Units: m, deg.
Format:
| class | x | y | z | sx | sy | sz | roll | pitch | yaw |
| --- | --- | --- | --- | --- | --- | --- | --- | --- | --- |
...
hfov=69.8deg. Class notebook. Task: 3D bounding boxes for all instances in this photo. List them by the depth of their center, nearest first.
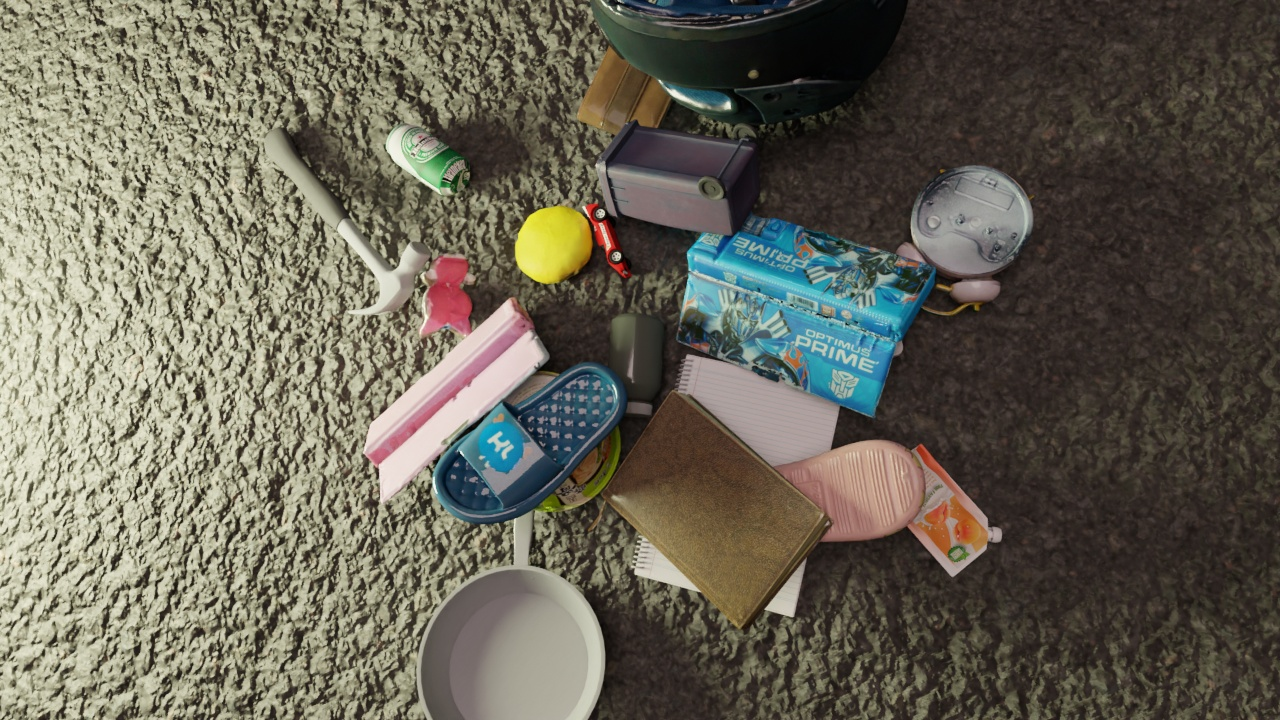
| class | x | y | z | sx | sy | sz | roll | pitch | yaw |
| --- | --- | --- | --- | --- | --- | --- | --- | --- | --- |
| notebook | 0.059 | 0.162 | 0.937 | 0.215 | 0.034 | 0.190 | 41 | 103 | 29 |
| notebook | 0.103 | 0.129 | 0.983 | 0.178 | 0.013 | 0.245 | 12 | 83 | 12 |

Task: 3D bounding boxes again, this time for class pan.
| class | x | y | z | sx | sy | sz | roll | pitch | yaw |
| --- | --- | --- | --- | --- | --- | --- | --- | --- | --- |
| pan | -0.130 | 0.246 | 0.992 | 0.201 | 0.051 | 0.355 | -1 | 66 | 9 |

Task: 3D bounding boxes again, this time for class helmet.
| class | x | y | z | sx | sy | sz | roll | pitch | yaw |
| --- | --- | --- | --- | --- | --- | --- | --- | --- | --- |
| helmet | 0.111 | -0.360 | 0.945 | 0.316 | 0.236 | 0.248 | -14 | 74 | 1 |

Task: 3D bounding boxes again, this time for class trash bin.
| class | x | y | z | sx | sy | sz | roll | pitch | yaw |
| --- | --- | --- | --- | --- | --- | --- | --- | --- | --- |
| trash bin | 0.039 | -0.199 | 0.989 | 0.161 | 0.092 | 0.093 | 15 | 56 | 25 |

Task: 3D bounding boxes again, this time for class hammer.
| class | x | y | z | sx | sy | sz | roll | pitch | yaw |
| --- | --- | --- | --- | --- | --- | --- | --- | --- | --- |
| hammer | -0.374 | -0.176 | 1.116 | 0.311 | 0.029 | 0.125 | 46 | 114 | 21 |

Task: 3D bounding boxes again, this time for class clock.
| class | x | y | z | sx | sy | sz | roll | pitch | yaw |
| --- | --- | --- | --- | --- | --- | --- | --- | --- | --- |
| clock | 0.333 | -0.121 | 0.953 | 0.117 | 0.059 | 0.158 | 24 | 86 | 16 |

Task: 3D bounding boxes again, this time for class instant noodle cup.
| class | x | y | z | sx | sy | sz | roll | pitch | yaw |
| --- | --- | --- | --- | --- | --- | --- | --- | --- | --- |
| instant noodle cup | -0.099 | 0.082 | 0.977 | 0.146 | 0.098 | 0.146 | -3 | 69 | 7 |

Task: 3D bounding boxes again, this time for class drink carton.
| class | x | y | z | sx | sy | sz | roll | pitch | yaw |
| --- | --- | --- | --- | --- | --- | --- | --- | --- | --- |
| drink carton | 0.301 | 0.152 | 0.929 | 0.069 | 0.039 | 0.122 | -41 | 81 | 3 |

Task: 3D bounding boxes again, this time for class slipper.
| class | x | y | z | sx | sy | sz | roll | pitch | yaw |
| --- | --- | --- | --- | --- | --- | --- | --- | --- | --- |
| slipper | -0.105 | 0.079 | 0.894 | 0.213 | 0.059 | 0.104 | -36 | 71 | -8 |
| slipper | 0.195 | 0.138 | 0.926 | 0.198 | 0.081 | 0.093 | -18 | 77 | 30 |

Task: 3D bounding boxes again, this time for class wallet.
| class | x | y | z | sx | sy | sz | roll | pitch | yaw |
| --- | --- | --- | --- | --- | --- | --- | --- | --- | --- |
| wallet | -0.008 | -0.319 | 1.078 | 0.099 | 0.027 | 0.121 | 24 | 85 | 12 |

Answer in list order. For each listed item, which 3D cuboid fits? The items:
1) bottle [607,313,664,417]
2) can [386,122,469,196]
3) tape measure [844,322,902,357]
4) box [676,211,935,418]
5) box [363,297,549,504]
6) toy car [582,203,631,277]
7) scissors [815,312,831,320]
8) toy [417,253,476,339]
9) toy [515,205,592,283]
| class | x | y | z | sx | sy | sz | roll | pitch | yaw |
| --- | --- | --- | --- | --- | --- | --- | --- | --- | --- |
| bottle | -0.006 | 0.006 | 1.002 | 0.060 | 0.060 | 0.108 | 2 | 81 | 12 |
| can | -0.253 | -0.241 | 1.101 | 0.101 | 0.053 | 0.053 | 36 | 89 | 15 |
| tape measure | 0.239 | -0.028 | 0.968 | 0.064 | 0.016 | 0.065 | -13 | 80 | 10 |
| box | 0.158 | -0.062 | 0.954 | 0.244 | 0.071 | 0.170 | 22 | 87 | 26 |
| box | -0.204 | 0.035 | 0.991 | 0.232 | 0.179 | 0.039 | -42 | 114 | 1 |
| toy car | -0.036 | -0.136 | 1.044 | 0.025 | 0.038 | 0.089 | -23 | 76 | 10 |
| scissors | 0.223 | -0.057 | 0.991 | 0.127 | 0.015 | 0.125 | -21 | 78 | 5 |
| toy | -0.226 | -0.075 | 1.072 | 0.065 | 0.050 | 0.102 | 3 | 100 | -20 |
| toy | -0.100 | -0.134 | 1.057 | 0.095 | 0.041 | 0.094 | -36 | 70 | 4 |
